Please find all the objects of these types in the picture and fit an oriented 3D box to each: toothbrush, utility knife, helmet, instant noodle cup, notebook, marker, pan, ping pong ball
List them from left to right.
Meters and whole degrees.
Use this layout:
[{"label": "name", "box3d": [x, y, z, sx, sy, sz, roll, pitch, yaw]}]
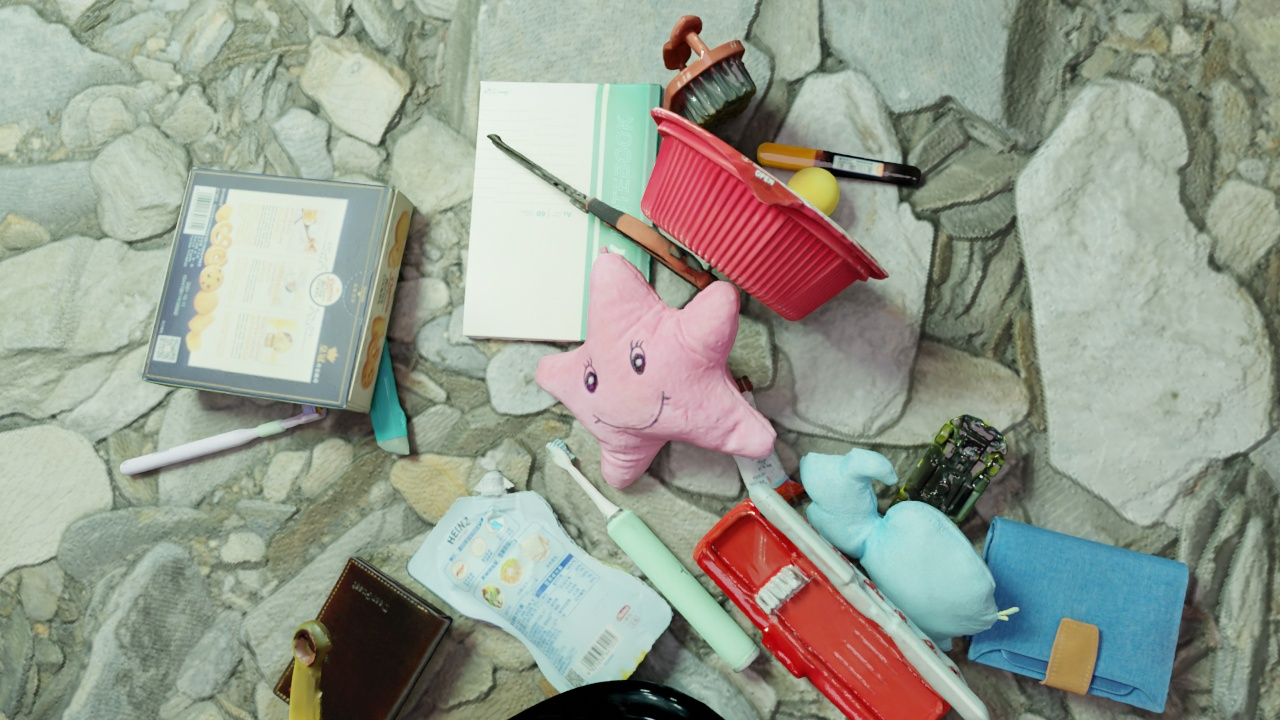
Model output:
[{"label": "toothbrush", "box3d": [-0.349, 0.065, 0.760, 0.189, 0.029, 0.021, -17, 121, 9]}, {"label": "pan", "box3d": [-0.234, 0.340, 0.647, 0.198, 0.078, 0.357, 18, 100, 28]}, {"label": "utility knife", "box3d": [-0.215, -0.008, 0.747, 0.029, 0.013, 0.179, -14, 81, 5]}, {"label": "notebook", "box3d": [-0.062, -0.119, 0.732, 0.150, 0.012, 0.209, 3, 86, 8]}, {"label": "helmet", "box3d": [-0.034, 0.339, 0.589, 0.233, 0.229, 0.275, 49, 118, 16]}, {"label": "toothbrush", "box3d": [0.005, 0.145, 0.695, 0.224, 0.027, 0.027, 46, 122, 9]}, {"label": "instant noodle cup", "box3d": [0.069, -0.089, 0.618, 0.194, 0.193, 0.066, 38, 97, 10]}, {"label": "ping pong ball", "box3d": [0.128, -0.124, 0.686, 0.040, 0.040, 0.040, -1, 86, 9]}, {"label": "marker", "box3d": [0.150, -0.149, 0.698, 0.124, 0.015, 0.018, 10, 83, 7]}]

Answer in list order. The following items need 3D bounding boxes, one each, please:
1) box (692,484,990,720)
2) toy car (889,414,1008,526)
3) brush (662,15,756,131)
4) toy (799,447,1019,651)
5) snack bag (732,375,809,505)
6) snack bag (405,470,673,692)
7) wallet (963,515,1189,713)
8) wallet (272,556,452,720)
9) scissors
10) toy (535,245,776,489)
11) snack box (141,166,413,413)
[{"label": "box", "box3d": [0.136, 0.171, 0.628, 0.201, 0.155, 0.073, 45, 58, 10]}, {"label": "toy car", "box3d": [0.220, 0.087, 0.662, 0.048, 0.032, 0.105, 32, 103, 12]}, {"label": "brush", "box3d": [0.042, -0.202, 0.652, 0.063, 0.145, 0.069, -32, 95, 5]}, {"label": "toy", "box3d": [0.182, 0.133, 0.636, 0.156, 0.049, 0.161, 19, 133, 39]}, {"label": "snack bag", "box3d": [0.084, 0.067, 0.687, 0.048, 0.026, 0.104, -29, 82, 0]}, {"label": "snack bag", "box3d": [-0.078, 0.174, 0.701, 0.191, 0.038, 0.110, 37, 97, 11]}, {"label": "wallet", "box3d": [0.303, 0.176, 0.641, 0.133, 0.040, 0.106, 14, 84, 11]}, {"label": "wallet", "box3d": [-0.213, 0.226, 0.703, 0.096, 0.020, 0.122, 30, 88, 10]}, {"label": "scissors", "box3d": [-0.034, -0.115, 0.679, 0.207, 0.192, 0.015, 33, 93, -21]}, {"label": "toy", "box3d": [-0.004, 0.004, 0.667, 0.195, 0.074, 0.178, -14, 98, 36]}, {"label": "snack box", "box3d": [-0.290, -0.057, 0.736, 0.182, 0.046, 0.177, 8, 81, 11]}]
